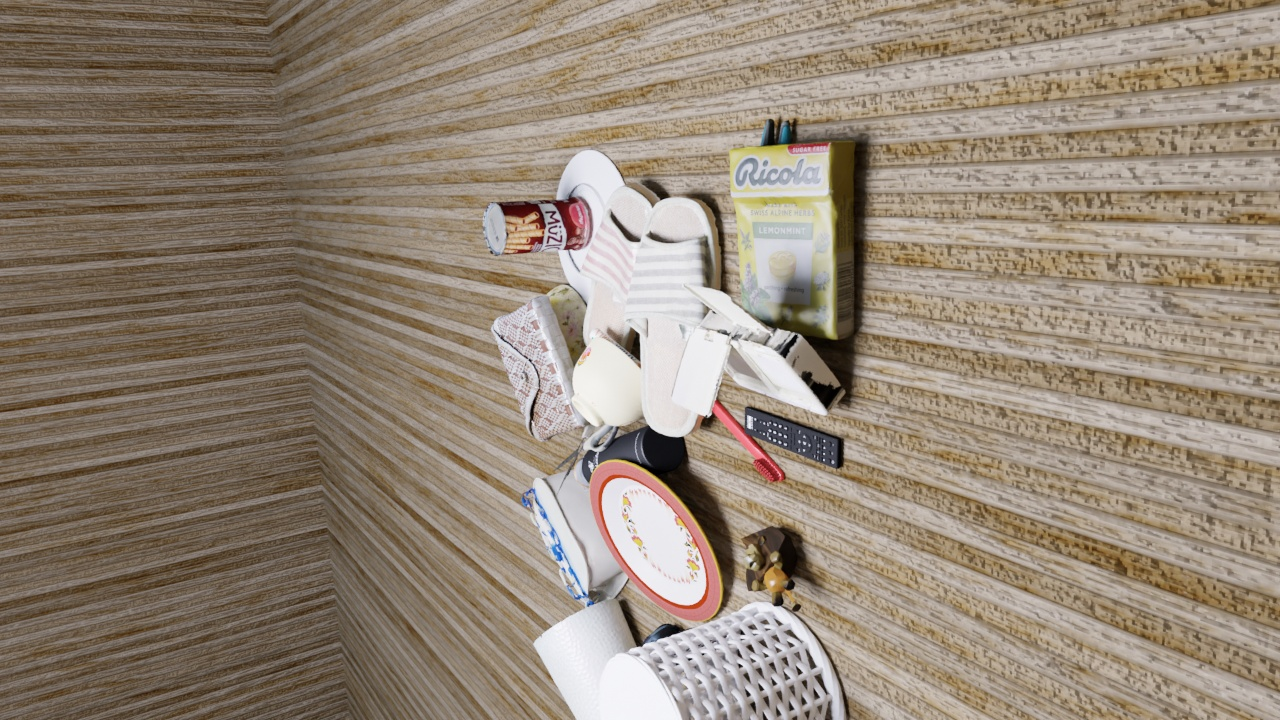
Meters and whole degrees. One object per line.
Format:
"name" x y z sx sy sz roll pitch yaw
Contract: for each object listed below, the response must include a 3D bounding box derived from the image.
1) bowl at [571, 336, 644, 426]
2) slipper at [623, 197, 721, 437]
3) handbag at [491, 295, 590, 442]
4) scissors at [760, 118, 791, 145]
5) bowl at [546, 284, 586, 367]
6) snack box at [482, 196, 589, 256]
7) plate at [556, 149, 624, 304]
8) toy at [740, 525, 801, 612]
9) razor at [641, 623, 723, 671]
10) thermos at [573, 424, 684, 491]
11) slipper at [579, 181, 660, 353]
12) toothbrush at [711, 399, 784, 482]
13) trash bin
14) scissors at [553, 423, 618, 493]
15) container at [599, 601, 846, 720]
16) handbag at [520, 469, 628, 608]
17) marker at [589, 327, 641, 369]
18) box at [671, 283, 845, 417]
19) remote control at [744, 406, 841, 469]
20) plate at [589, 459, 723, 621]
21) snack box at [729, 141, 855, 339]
"bowl" -0.042 0.039 1.125 0.118 0.074 0.118 42 164 14
"slipper" 0.035 -0.044 1.024 0.115 0.053 0.273 15 109 40
"handbag" -0.137 0.016 1.233 0.124 0.046 0.186 -22 89 49
"scissors" 0.133 -0.159 0.893 0.139 0.019 0.136 -37 72 49
"bowl" -0.124 -0.030 1.296 0.145 0.063 0.145 29 124 53
"snack box" -0.135 -0.174 1.189 0.072 0.121 0.072 21 115 54
"plate" -0.069 -0.172 1.217 0.209 0.015 0.209 23 117 54
"toy" 0.137 0.218 0.944 0.076 0.062 0.100 -62 26 21
"razor" 0.055 0.349 1.136 0.141 0.053 0.063 -38 34 49
"thermos" -0.028 0.131 1.191 0.232 0.061 0.061 -27 75 57
"slipper" -0.031 -0.094 1.132 0.115 0.052 0.264 45 138 30
"toothbrush" 0.090 0.064 1.023 0.212 0.017 0.012 49 137 40
"trash bin" -0.053 0.432 1.260 0.161 0.133 0.134 60 143 22
"scissors" -0.068 0.103 1.216 0.158 0.012 0.170 -17 50 63
"container" 0.082 0.371 0.959 0.189 0.186 0.189 23 117 54
"handbag" -0.101 0.268 1.328 0.200 0.092 0.200 55 148 34
"marker" -0.007 0.007 1.127 0.145 0.017 0.017 39 132 24
"box" 0.077 0.000 0.860 0.184 0.098 0.144 46 166 -30
"remote control" 0.152 0.077 0.935 0.140 0.009 0.030 19 114 55
"plate" 0.020 0.220 1.134 0.230 0.021 0.230 33 139 34
"snack box" 0.140 -0.109 0.851 0.121 0.045 0.181 12 112 47
